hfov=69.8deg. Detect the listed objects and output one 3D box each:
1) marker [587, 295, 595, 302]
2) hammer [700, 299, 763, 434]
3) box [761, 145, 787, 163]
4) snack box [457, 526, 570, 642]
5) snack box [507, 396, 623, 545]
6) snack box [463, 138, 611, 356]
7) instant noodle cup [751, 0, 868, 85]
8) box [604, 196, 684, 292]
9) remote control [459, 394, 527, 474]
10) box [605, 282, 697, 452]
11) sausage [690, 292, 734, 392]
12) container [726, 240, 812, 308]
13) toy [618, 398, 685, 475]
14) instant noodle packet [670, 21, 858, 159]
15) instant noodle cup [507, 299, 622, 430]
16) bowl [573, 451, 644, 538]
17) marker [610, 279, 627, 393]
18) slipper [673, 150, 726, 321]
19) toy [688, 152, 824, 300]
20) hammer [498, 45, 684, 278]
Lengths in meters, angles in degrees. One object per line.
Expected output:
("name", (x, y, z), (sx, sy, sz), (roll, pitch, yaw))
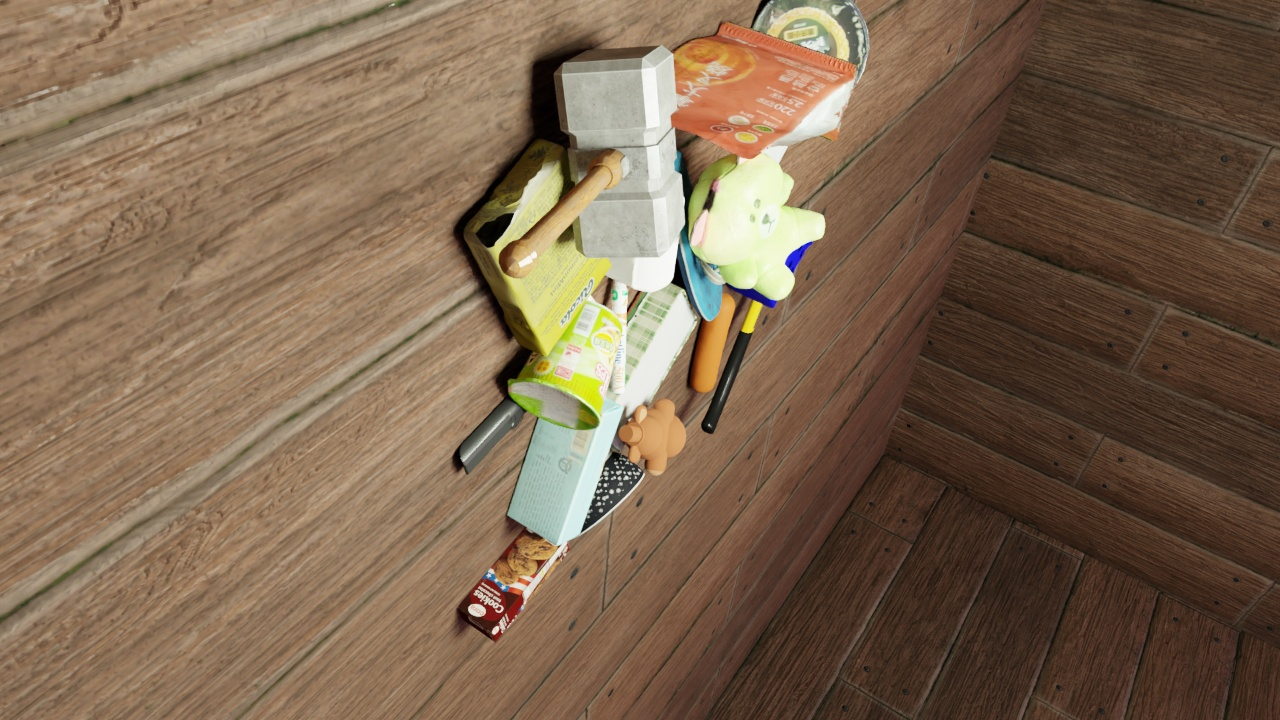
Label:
("marker", (-0.048, -0.047, 1.004), (0.133, 0.017, 0.020), (54, 27, -65))
("hammer", (0.158, -0.040, 1.380), (0.127, 0.029, 0.323), (60, 50, -69))
("box", (0.147, -0.255, 1.188), (0.209, 0.037, 0.064), (-61, 152, -4))
("snack box", (-0.147, 0.256, 1.079), (0.140, 0.051, 0.032), (-49, 153, -31))
("snack box", (-0.085, 0.113, 1.027), (0.053, 0.075, 0.175), (-14, 127, -62))
("snack box", (-0.091, -0.100, 0.825), (0.121, 0.045, 0.181), (-57, 155, -20))
("instant noodle cup", (0.204, -0.360, 1.073), (0.112, 0.137, 0.137), (-34, 145, -64))
("box", (-0.006, -0.139, 0.919), (0.125, 0.084, 0.156), (-28, 138, -44))
("remote control", (-0.135, 0.056, 0.935), (0.146, 0.015, 0.033), (-49, 153, -31))
("box", (-0.007, 0.007, 1.115), (0.205, 0.051, 0.117), (-59, 160, -8))
("sausage", (0.102, -0.022, 1.326), (0.044, 0.039, 0.165), (-39, 148, -50))
("container", (0.178, -0.147, 1.297), (0.113, 0.084, 0.085), (-60, 158, -6))
("toy", (0.007, 0.091, 1.111), (0.127, 0.065, 0.095), (12, 87, -59))
("instant noodle packet", (0.089, -0.252, 0.886), (0.220, 0.164, 0.084), (-37, 147, -48))
("instant noodle cup", (-0.067, 0.001, 0.919), (0.099, 0.099, 0.107), (73, 35, -59))
("bowl", (-0.062, 0.151, 1.113), (0.120, 0.066, 0.120), (-40, -177, 2))
("marker", (-0.024, -0.035, 1.023), (0.017, 0.017, 0.145), (-23, 118, -57))
("slipper", (0.081, -0.137, 1.086), (0.295, 0.060, 0.118), (61, 33, -60))
("toy", (0.114, -0.153, 0.997), (0.196, 0.107, 0.150), (36, 80, -44))
("hammer", (-0.041, -0.124, 0.679), (0.316, 0.083, 0.163), (-62, 150, -60))
